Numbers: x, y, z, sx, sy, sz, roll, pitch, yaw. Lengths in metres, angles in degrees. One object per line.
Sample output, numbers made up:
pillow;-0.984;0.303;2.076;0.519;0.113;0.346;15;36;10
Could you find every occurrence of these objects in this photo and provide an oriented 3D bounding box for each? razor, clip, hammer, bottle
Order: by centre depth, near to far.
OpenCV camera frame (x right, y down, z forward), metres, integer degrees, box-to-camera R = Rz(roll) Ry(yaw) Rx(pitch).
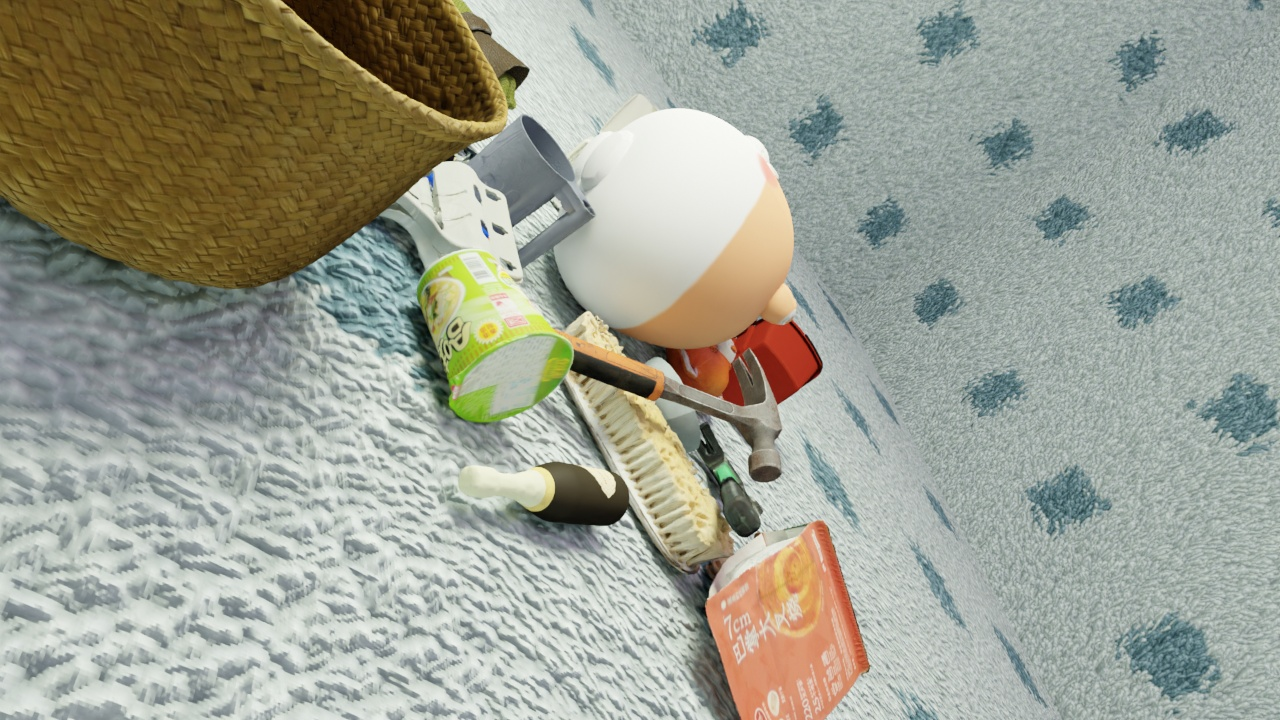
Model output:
bottle;-0.070;0.096;0.676;0.184;0.045;0.045;23;37;-60
clip;-0.180;-0.117;0.786;0.152;0.096;0.126;15;38;-34
hammer;-0.005;0.005;0.837;0.314;0.035;0.137;21;46;-24
clip;0.092;0.207;0.916;0.060;0.041;0.024;37;23;-58
razor;-0.206;-0.213;0.922;0.043;0.022;0.144;35;14;25
hammer;0.092;0.132;0.933;0.130;0.032;0.318;59;2;1

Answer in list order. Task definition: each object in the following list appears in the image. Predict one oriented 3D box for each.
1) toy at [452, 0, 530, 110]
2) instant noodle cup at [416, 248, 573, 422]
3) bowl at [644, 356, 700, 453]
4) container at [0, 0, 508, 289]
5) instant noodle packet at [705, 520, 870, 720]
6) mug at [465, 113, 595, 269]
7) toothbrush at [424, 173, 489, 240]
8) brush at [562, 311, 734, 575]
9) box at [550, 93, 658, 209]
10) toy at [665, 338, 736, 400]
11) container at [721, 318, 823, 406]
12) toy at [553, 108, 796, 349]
toy;-0.205;-0.370;1.110;0.153;0.078;0.179;48;16;-2
instant noodle cup;-0.118;-0.024;0.701;0.099;0.099;0.108;26;26;-57
bowl;0.019;0.052;0.952;0.106;0.039;0.106;55;-21;33
container;-0.243;-0.192;0.492;0.307;0.197;0.306;50;17;-21
instant noodle packet;0.126;0.257;0.832;0.220;0.084;0.164;-17;91;-63
mug;-0.119;-0.166;0.922;0.124;0.104;0.083;56;17;1
toothbrush;-0.193;-0.165;0.874;0.182;0.016;0.018;48;24;-23
brush;-0.003;0.076;0.872;0.271;0.057;0.083;60;19;15
box;-0.022;-0.229;1.158;0.143;0.184;0.050;45;21;-9
toy;0.071;-0.026;1.197;0.164;0.093;0.172;46;21;-47
container;0.181;0.001;1.347;0.127;0.148;0.200;53;27;-4
toy;0.047;-0.140;1.024;0.280;0.266;0.263;38;1;-20
